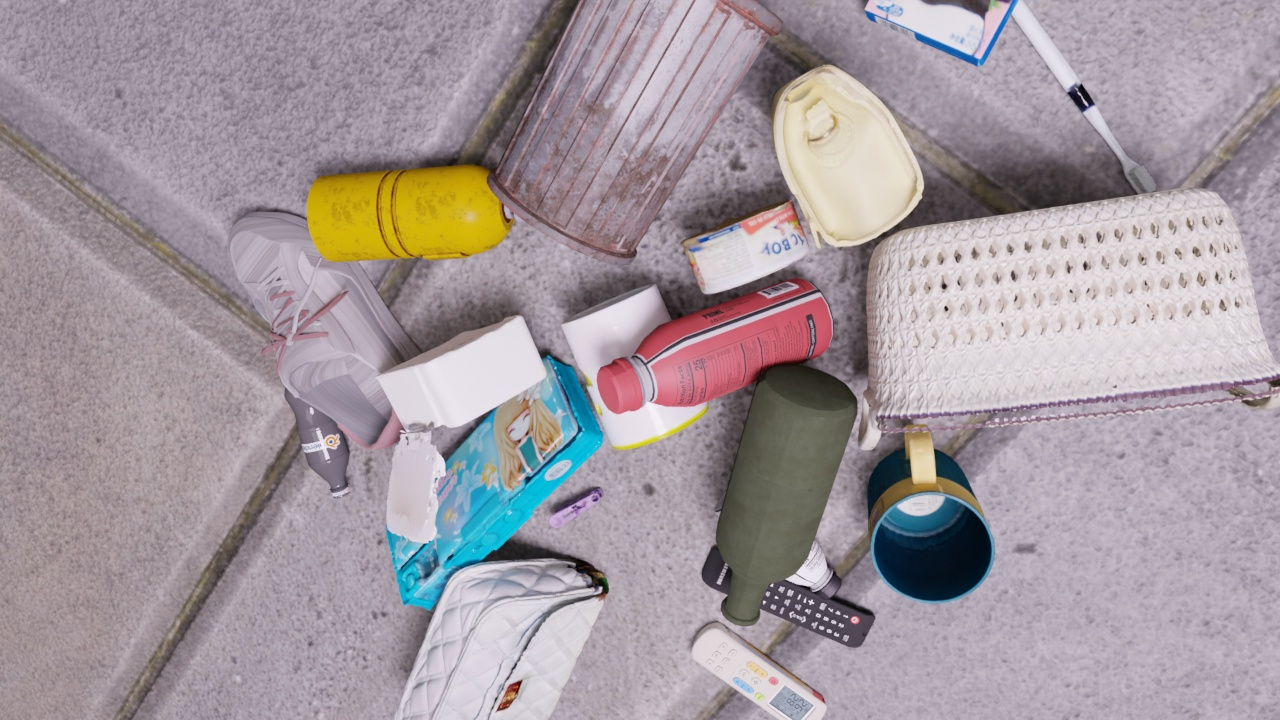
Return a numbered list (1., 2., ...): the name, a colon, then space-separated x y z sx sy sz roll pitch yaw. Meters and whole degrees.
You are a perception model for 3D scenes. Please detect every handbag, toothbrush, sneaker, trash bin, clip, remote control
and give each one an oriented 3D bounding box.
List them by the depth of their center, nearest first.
1. handbag: 0.132 -0.143 0.623 0.081 0.119 0.111 -31 100 18
2. toothbrush: 0.297 -0.190 0.629 0.012 0.017 0.187 -37 94 9
3. trash bin: -0.004 -0.188 0.634 0.131 0.130 0.211 33 110 2
4. sneaker: -0.264 -0.022 0.749 0.099 0.089 0.236 -40 94 18
5. remote control: 0.122 0.198 0.765 0.147 0.015 0.033 22 107 5
6. handbag: -0.115 0.262 0.776 0.072 0.138 0.195 43 117 44
7. clip: -0.054 0.125 0.778 0.051 0.033 0.013 -30 95 16
8. remote control: 0.101 0.273 0.788 0.125 0.018 0.038 35 108 0

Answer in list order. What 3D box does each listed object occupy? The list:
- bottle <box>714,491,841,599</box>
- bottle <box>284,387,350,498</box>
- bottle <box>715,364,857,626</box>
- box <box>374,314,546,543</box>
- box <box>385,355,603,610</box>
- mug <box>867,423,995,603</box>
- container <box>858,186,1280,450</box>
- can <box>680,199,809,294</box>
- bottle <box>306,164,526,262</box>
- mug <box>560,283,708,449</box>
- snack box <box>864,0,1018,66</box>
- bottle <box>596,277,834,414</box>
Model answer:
1. bottle: 0.114 0.147 0.740 0.116 0.041 0.041 44 108 -2
2. bottle: -0.278 0.068 0.803 0.036 0.036 0.110 -12 101 14
3. bottle: 0.096 0.107 0.669 0.071 0.071 0.207 15 117 7
4. box: -0.155 0.042 0.696 0.101 0.188 0.112 48 150 -20
5. box: -0.128 0.102 0.755 0.227 0.094 0.039 -45 135 18
6. mug: 0.209 0.102 0.675 0.083 0.107 0.113 -5 103 15
7. container: 0.263 -0.025 0.601 0.252 0.184 0.143 -7 91 12
8. can: 0.076 -0.083 0.666 0.086 0.086 0.043 -20 99 16
9. bottle: -0.167 -0.114 0.717 0.164 0.071 0.071 -2 104 12
10. mug: -0.004 0.004 0.707 0.083 0.082 0.106 -21 98 16
11. snack box: 0.224 -0.285 0.604 0.088 0.033 0.154 30 108 14
12. bottle: 0.052 -0.006 0.653 0.176 0.062 0.062 -20 102 -25
